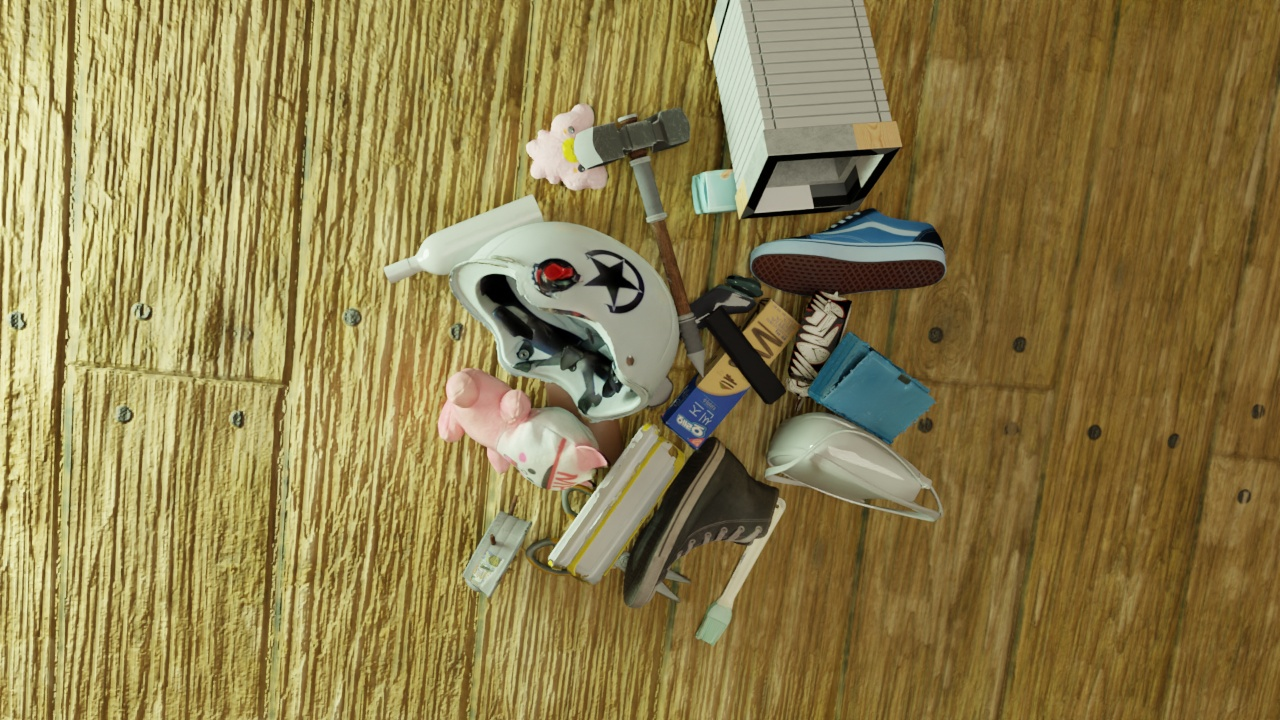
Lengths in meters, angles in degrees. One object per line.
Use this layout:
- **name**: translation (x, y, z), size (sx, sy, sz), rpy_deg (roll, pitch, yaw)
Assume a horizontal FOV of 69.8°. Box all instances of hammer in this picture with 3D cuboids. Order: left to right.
- **hammer**: translation (0.030, -0.135, 1.103), size (0.155, 0.043, 0.322), rpy_deg (-21, 99, -28)

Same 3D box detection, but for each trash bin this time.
- **trash bin**: translation (0.175, -0.308, 1.034), size (0.142, 0.143, 0.246), rpy_deg (-6, 73, -8)

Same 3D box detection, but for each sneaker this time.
- **sneaker**: translation (0.074, 0.225, 1.158), size (0.120, 0.095, 0.234), rpy_deg (35, 77, -11)
- **sneaker**: translation (0.258, -0.143, 1.163), size (0.241, 0.083, 0.098), rpy_deg (0, 54, 3)

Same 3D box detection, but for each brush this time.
- **brush**: translation (0.136, 0.279, 1.220), size (0.033, 0.012, 0.217), rpy_deg (28, 91, -10)

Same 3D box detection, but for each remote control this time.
- **remote control**: translation (-0.007, 0.007, 1.163), size (0.046, 0.009, 0.124), rpy_deg (-41, 101, -1)
- **remote control**: translation (0.128, -0.006, 1.119), size (0.032, 0.015, 0.136), rpy_deg (-39, 103, -2)

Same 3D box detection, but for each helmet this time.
- **helmet**: translation (-0.073, -0.065, 1.048), size (0.264, 0.237, 0.163), rpy_deg (33, 66, 2)

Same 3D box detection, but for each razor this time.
- **razor**: translation (0.087, -0.061, 1.153), size (0.143, 0.047, 0.052), rpy_deg (-32, 76, 0)

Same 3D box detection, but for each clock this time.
- **clock**: translation (-0.180, 0.246, 1.132), size (0.056, 0.103, 0.148), rpy_deg (30, 122, -1)
- **clock**: translation (0.225, -0.005, 1.138), size (0.065, 0.114, 0.155), rpy_deg (19, 108, 14)

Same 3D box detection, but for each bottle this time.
- **bottle**: translation (-0.210, -0.138, 1.093), size (0.195, 0.052, 0.052), rpy_deg (-23, 100, -4)

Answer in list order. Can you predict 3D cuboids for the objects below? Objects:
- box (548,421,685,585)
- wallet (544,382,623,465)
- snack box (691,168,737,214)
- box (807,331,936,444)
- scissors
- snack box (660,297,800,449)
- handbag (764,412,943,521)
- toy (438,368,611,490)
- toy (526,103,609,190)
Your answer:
- **box**: translation (-0.029, 0.177, 1.128), size (0.039, 0.129, 0.209), rpy_deg (32, 82, 32)
- **wallet**: translation (-0.070, 0.079, 1.161), size (0.087, 0.013, 0.121), rpy_deg (-9, 102, -6)
- **snack box**: translation (0.155, -0.212, 1.124), size (0.174, 0.075, 0.053), rpy_deg (-7, 99, -7)
- **box**: translation (0.289, 0.043, 1.122), size (0.231, 0.048, 0.093), rpy_deg (27, 98, -51)
- **scissors**: translation (-0.042, 0.261, 1.189), size (0.225, 0.016, 0.162), rpy_deg (44, 88, -13)
- **snack box**: translation (0.113, 0.016, 1.157), size (0.056, 0.057, 0.207), rpy_deg (40, 90, -10)
- **handbag**: translation (0.275, 0.148, 1.120), size (0.222, 0.216, 0.095), rpy_deg (29, 76, -7)
- **toy**: translation (-0.137, 0.088, 1.100), size (0.213, 0.142, 0.084), rpy_deg (28, 53, 0)
- **toy**: translation (-0.089, -0.250, 1.096), size (0.093, 0.050, 0.102), rpy_deg (-13, 98, -15)
